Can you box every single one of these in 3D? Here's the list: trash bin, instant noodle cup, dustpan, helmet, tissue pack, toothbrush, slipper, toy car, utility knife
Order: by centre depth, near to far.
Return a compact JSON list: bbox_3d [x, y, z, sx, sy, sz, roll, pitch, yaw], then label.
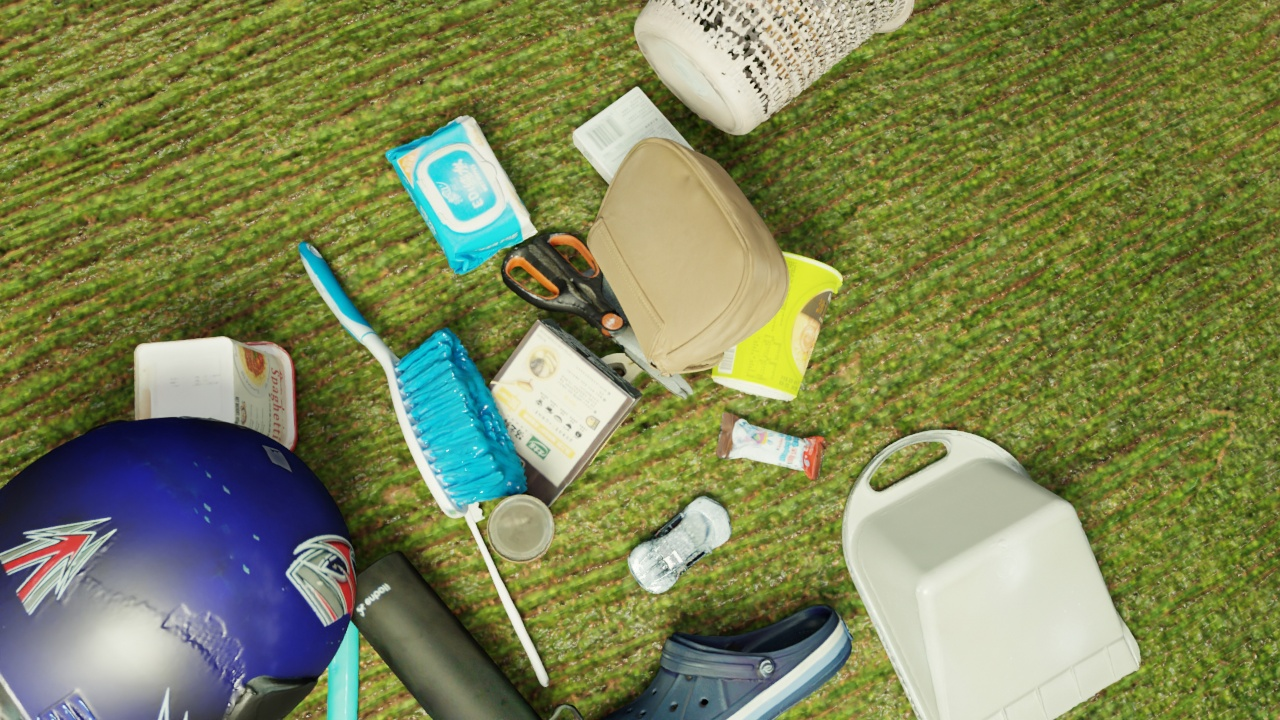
[{"bbox_3d":[-0.336,0.177,0.680,0.239,0.316,0.247,-30,68,-30],"label":"helmet"},{"bbox_3d":[0.063,0.270,0.775,0.252,0.105,0.095,-26,88,-12],"label":"slipper"},{"bbox_3d":[-0.362,0.034,0.776,0.116,0.124,0.116,-5,79,-7],"label":"instant noodle cup"},{"bbox_3d":[-0.257,0.306,0.785,0.029,0.013,0.219,-1,76,-8],"label":"utility knife"},{"bbox_3d":[-0.119,0.205,0.819,0.016,0.016,0.180,-24,80,-14],"label":"toothbrush"},{"bbox_3d":[0.038,0.166,0.834,0.105,0.031,0.049,-38,85,-13],"label":"toy car"},{"bbox_3d":[0.119,-0.030,0.852,0.111,0.112,0.123,15,85,-2],"label":"instant noodle cup"},{"bbox_3d":[0.311,0.204,0.864,0.222,0.142,0.258,-25,111,-10],"label":"dustpan"},{"bbox_3d":[-0.168,-0.157,0.866,0.090,0.063,0.140,-29,82,-11],"label":"tissue pack"},{"bbox_3d":[0.109,-0.332,0.868,0.227,0.227,0.192,42,90,4],"label":"trash bin"}]

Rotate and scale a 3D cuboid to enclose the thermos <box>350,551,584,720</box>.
[{"bbox_3d":[-0.140,0.262,0.760,0.089,0.068,0.242,-43,76,-15],"label":"thermos"}]

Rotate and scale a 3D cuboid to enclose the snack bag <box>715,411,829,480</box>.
[{"bbox_3d":[0.124,0.081,0.863,0.105,0.026,0.045,14,80,0],"label":"snack bag"}]

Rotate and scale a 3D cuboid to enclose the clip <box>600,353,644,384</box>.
[{"bbox_3d":[-0.006,0.005,0.859,0.100,0.074,0.034,-25,81,-9],"label":"clip"}]

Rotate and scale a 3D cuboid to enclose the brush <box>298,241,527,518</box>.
[{"bbox_3d":[-0.209,-0.002,0.810,0.110,0.060,0.314,-32,74,15],"label":"brush"}]

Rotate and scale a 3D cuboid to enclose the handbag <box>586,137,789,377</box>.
[{"bbox_3d":[0.039,-0.090,0.798,0.148,0.099,0.204,-46,51,26],"label":"handbag"}]

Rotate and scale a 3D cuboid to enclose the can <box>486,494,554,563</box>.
[{"bbox_3d":[-0.099,0.144,0.773,0.053,0.133,0.053,1,78,-6],"label":"can"}]

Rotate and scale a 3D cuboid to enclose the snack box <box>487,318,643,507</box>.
[{"bbox_3d":[-0.081,0.045,0.822,0.113,0.053,0.126,39,102,7],"label":"snack box"}]

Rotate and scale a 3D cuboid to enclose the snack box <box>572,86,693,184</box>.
[{"bbox_3d":[0.014,-0.188,0.909,0.084,0.027,0.157,-39,84,-12],"label":"snack box"}]

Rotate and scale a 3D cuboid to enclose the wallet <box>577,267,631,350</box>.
[{"bbox_3d":[0.002,-0.061,0.864,0.097,0.019,0.121,-34,57,-10],"label":"wallet"}]

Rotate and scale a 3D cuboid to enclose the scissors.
[{"bbox_3d":[-0.023,-0.049,0.836,0.235,0.022,0.138,25,52,13],"label":"scissors"}]
